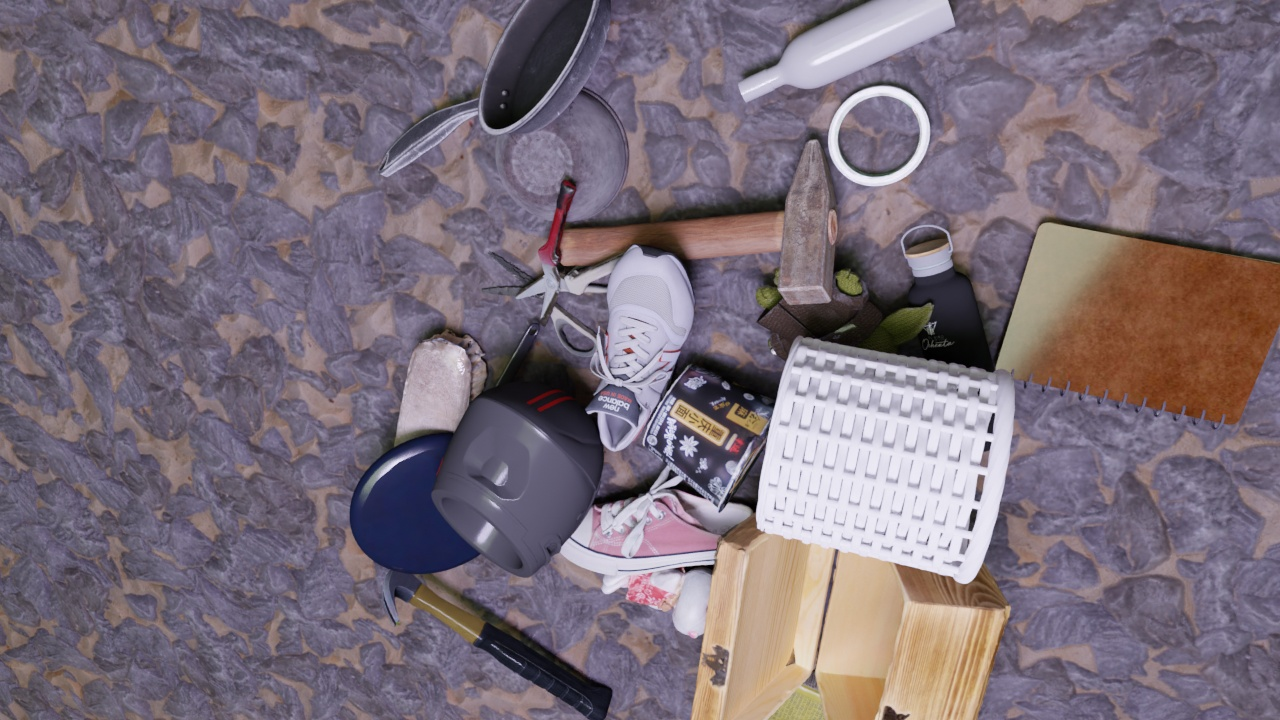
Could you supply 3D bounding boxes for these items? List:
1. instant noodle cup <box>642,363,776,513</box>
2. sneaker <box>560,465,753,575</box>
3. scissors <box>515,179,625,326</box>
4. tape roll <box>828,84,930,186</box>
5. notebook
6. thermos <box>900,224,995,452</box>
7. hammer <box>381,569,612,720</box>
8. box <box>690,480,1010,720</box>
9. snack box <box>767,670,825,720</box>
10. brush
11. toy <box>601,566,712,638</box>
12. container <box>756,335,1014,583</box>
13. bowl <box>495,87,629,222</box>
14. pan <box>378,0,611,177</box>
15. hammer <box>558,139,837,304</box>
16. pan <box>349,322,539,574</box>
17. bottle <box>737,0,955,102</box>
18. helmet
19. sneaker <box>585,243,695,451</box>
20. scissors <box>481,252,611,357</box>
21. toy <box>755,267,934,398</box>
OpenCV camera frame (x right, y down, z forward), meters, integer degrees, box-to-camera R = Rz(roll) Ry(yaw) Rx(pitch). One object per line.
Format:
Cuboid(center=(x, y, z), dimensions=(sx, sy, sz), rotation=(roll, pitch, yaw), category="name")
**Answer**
Cuboid(center=(0.074, 0.075, 0.976), dimensions=(0.112, 0.137, 0.137), rotation=(31, 115, 12), category="instant noodle cup")
Cuboid(center=(0.012, 0.183, 1.046), dimensions=(0.241, 0.118, 0.088), rotation=(-4, 129, 11), category="sneaker")
Cuboid(center=(-0.072, -0.102, 0.955), dimensions=(0.179, 0.015, 0.195), rotation=(14, 131, 28), category="scissors")
Cuboid(center=(0.228, -0.215, 0.880), dimensions=(0.094, 0.018, 0.094), rotation=(5, 111, 13), category="tape roll")
Cuboid(center=(0.473, -0.032, 0.878), dimensions=(0.225, 0.024, 0.168), rotation=(13, 112, 11), category="notebook")
Cuboid(center=(0.307, -0.024, 0.906), dimensions=(0.061, 0.061, 0.231), rotation=(-15, 105, 20), category="thermos")
Cuboid(center=(-0.183, 0.362, 1.171), dimensions=(0.333, 0.117, 0.025), rotation=(34, 117, -5), category="hammer")
Cuboid(center=(0.186, 0.277, 0.960), dimensions=(0.263, 0.269, 0.279), rotation=(5, 112, 1), category="box")
Cuboid(center=(0.212, 0.437, 1.117), dimensions=(0.181, 0.045, 0.121), rotation=(21, 116, 10), category="snack box")
Cuboid(center=(-0.248, 0.092, 1.106), dimensions=(0.083, 0.056, 0.272), rotation=(19, 114, 8), category="brush")
Cuboid(center=(0.051, 0.279, 1.082), dimensions=(0.194, 0.084, 0.159), rotation=(22, 144, 6), category="toy")
Cuboid(center=(0.216, 0.084, 0.824), dimensions=(0.187, 0.188, 0.189), rotation=(11, 113, 14), category="container")
Cuboid(center=(-0.090, -0.208, 0.944), dimensions=(0.145, 0.067, 0.145), rotation=(5, 111, 14), category="bowl")
Cuboid(center=(-0.153, -0.266, 0.920), dimensions=(0.055, 0.187, 0.358), rotation=(25, 143, -35), category="pan")
Cuboid(center=(0.047, -0.129, 0.927), dimensions=(0.301, 0.037, 0.157), rotation=(-1, 70, 26), category="hammer")
Cuboid(center=(-0.204, 0.109, 1.074), dimensions=(0.198, 0.021, 0.357), rotation=(22, 106, -33), category="pan")
Cuboid(center=(0.184, -0.289, 0.845), dimensions=(0.196, 0.052, 0.052), rotation=(-20, 104, 21), category="bottle")
Cuboid(center=(-0.122, 0.115, 0.997), dimensions=(0.164, 0.169, 0.265), rotation=(32, 155, 13), category="helmet")
Cuboid(center=(-0.006, 0.005, 0.922), dimensions=(0.089, 0.124, 0.240), rotation=(16, 143, 11), category="sneaker")
Cuboid(center=(-0.095, -0.069, 1.028), dimensions=(0.158, 0.012, 0.168), rotation=(-24, 101, 21), category="scissors")
Cuboid(center=(0.188, -0.034, 0.920), dimensions=(0.153, 0.078, 0.180), rotation=(41, 137, -1), category="toy")
